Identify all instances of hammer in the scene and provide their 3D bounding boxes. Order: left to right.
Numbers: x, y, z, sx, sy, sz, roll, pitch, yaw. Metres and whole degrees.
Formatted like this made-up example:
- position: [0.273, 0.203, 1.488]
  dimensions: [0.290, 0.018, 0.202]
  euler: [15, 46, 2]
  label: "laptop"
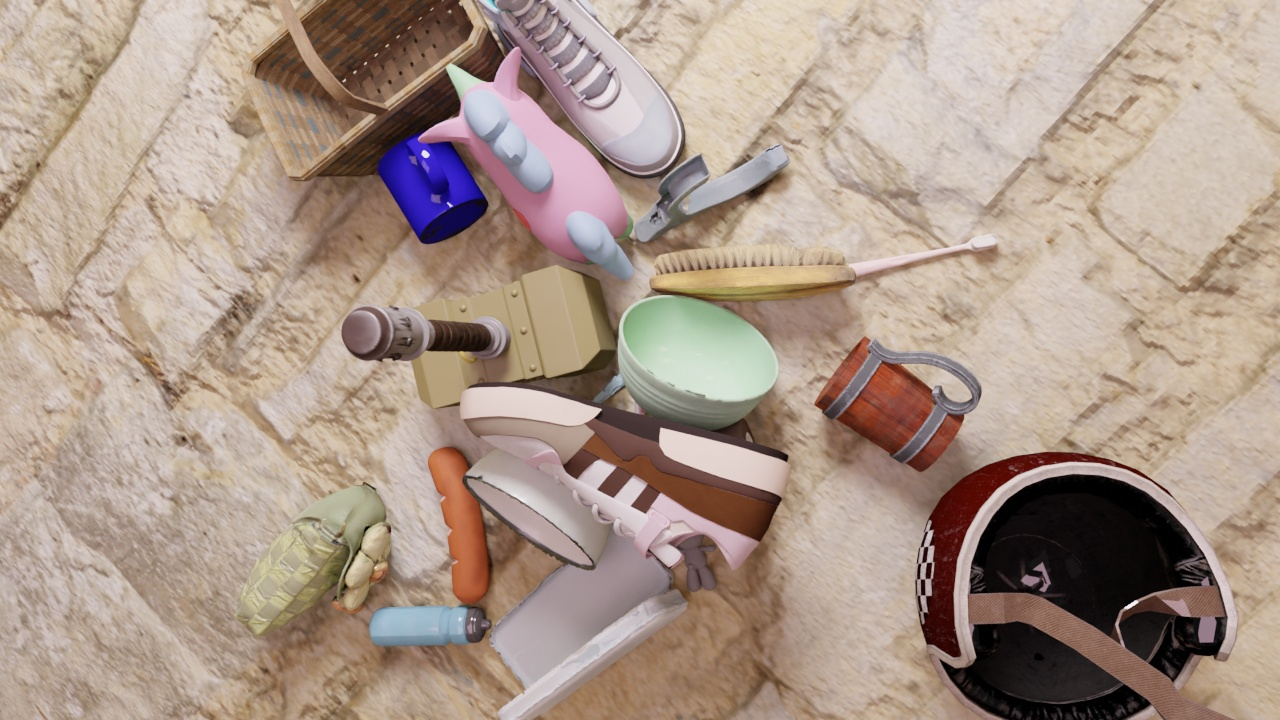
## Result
- position: [-0.156, -0.021, 0.792]
  dimensions: [0.190, 0.324, 0.100]
  euler: [-15, 87, 13]
  label: "hammer"

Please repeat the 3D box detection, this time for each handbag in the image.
- position: [-0.332, 0.219, 0.961]
  dimensions: [0.117, 0.113, 0.187]
  euler: [44, 104, -5]
  label: "handbag"

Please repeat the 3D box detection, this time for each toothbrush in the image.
- position: [0.239, -0.093, 0.857]
  dimensions: [0.181, 0.018, 0.015]
  euler: [-12, 87, 14]
  label: "toothbrush"

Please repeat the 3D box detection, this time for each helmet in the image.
- position: [0.340, 0.188, 0.720]
  dimensions: [0.233, 0.253, 0.233]
  euler: [-4, 76, 8]
  label: "helmet"

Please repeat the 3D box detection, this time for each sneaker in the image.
- position: [-0.064, -0.282, 0.850]
  dimensions: [0.093, 0.160, 0.256]
  euler: [-42, 81, 11]
  label: "sneaker"
- position: [-0.027, 0.102, 0.788]
  dimensions: [0.294, 0.112, 0.116]
  euler: [14, 82, 11]
  label: "sneaker"

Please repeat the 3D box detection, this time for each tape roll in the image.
- position: [0.093, 0.103, 0.858]
  dimensions: [0.030, 0.093, 0.093]
  euler: [-15, 88, 13]
  label: "tape roll"

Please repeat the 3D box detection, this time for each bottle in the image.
- position: [-0.218, 0.279, 0.964]
  dimensions: [0.130, 0.040, 0.040]
  euler: [-5, 90, 13]
  label: "bottle"

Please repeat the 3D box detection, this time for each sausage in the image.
- position: [-0.186, 0.170, 0.953]
  dimensions: [0.044, 0.039, 0.164]
  euler: [-12, 89, 19]
  label: "sausage"

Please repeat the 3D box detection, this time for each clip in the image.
- position: [0.077, -0.166, 0.862]
  dimensions: [0.164, 0.169, 0.031]
  euler: [-22, 86, -20]
  label: "clip"

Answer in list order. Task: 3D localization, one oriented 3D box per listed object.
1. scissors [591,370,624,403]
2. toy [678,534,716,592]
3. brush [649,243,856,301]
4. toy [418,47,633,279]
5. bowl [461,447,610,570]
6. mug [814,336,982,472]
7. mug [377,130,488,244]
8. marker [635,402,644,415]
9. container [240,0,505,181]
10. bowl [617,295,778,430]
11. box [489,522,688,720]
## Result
- position: [-0.006, 0.006, 0.922]
  dimensions: [0.136, 0.015, 0.055]
  euler: [-42, 92, 16]
  label: "scissors"
- position: [0.048, 0.174, 0.904]
  dimensions: [0.049, 0.030, 0.111]
  euler: [-13, 94, 28]
  label: "toy"
- position: [0.103, -0.083, 0.866]
  dimensions: [0.196, 0.059, 0.043]
  euler: [-1, 81, 20]
  label: "brush"
- position: [-0.089, -0.170, 0.850]
  dimensions: [0.120, 0.171, 0.222]
  euler: [-39, 73, 11]
  label: "toy"
- position: [-0.090, 0.131, 0.885]
  dimensions: [0.153, 0.154, 0.072]
  euler: [31, 68, 10]
  label: "bowl"
- position: [0.233, 0.031, 0.821]
  dimensions: [0.111, 0.081, 0.118]
  euler: [36, 135, 6]
  label: "mug"
- position: [-0.207, -0.178, 0.912]
  dimensions: [0.079, 0.111, 0.083]
  euler: [-31, 84, -13]
  label: "mug"
- position: [0.000, 0.062, 0.915]
  dimensions: [0.013, 0.012, 0.142]
  euler: [-1, 96, 13]
  label: "marker"
- position: [-0.268, -0.291, 0.868]
  dimensions: [0.250, 0.186, 0.157]
  euler: [-31, 78, 17]
  label: "container"
- position: [0.045, 0.012, 0.848]
  dimensions: [0.151, 0.150, 0.077]
  euler: [27, 127, 11]
  label: "bowl"
- position: [-0.065, 0.267, 0.895]
  dimensions: [0.211, 0.105, 0.130]
  euler: [-45, 79, 10]
  label: "box"
